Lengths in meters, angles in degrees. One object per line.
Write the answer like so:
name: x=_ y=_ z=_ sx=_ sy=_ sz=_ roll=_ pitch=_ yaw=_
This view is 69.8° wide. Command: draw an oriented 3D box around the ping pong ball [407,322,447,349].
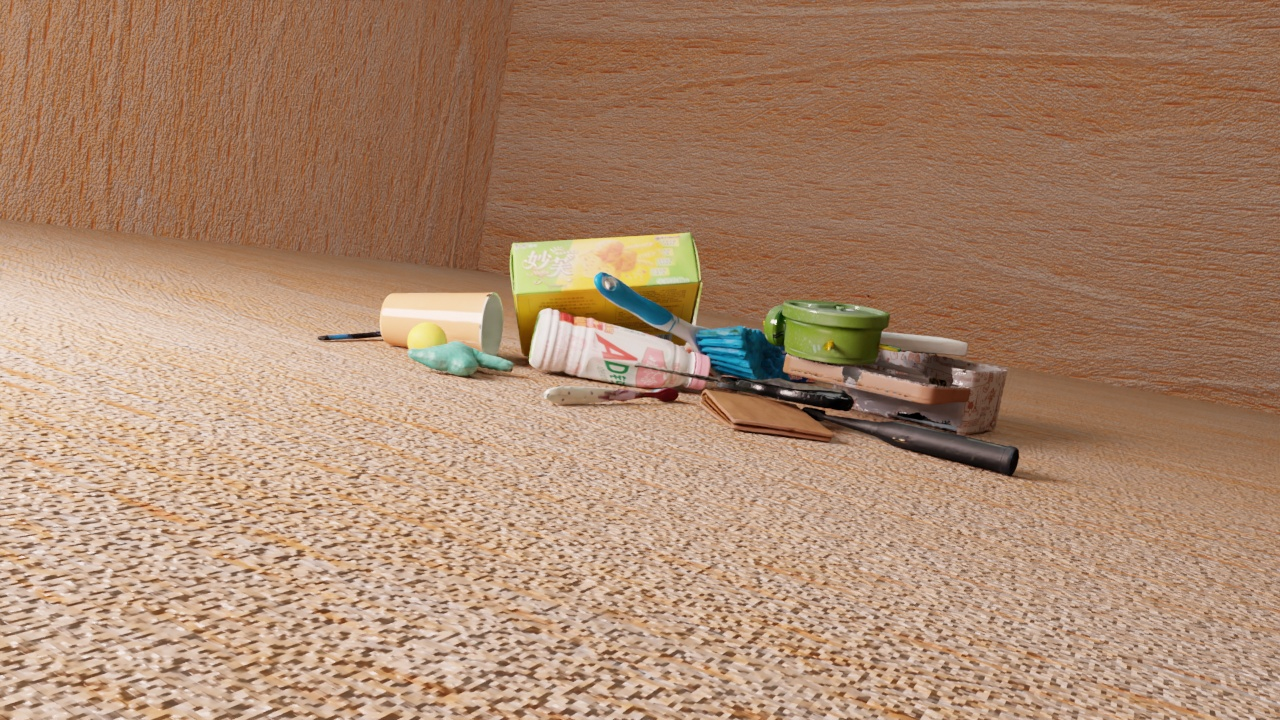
ping pong ball: x=-0.222 y=-0.020 z=0.955 sx=0.040 sy=0.040 sz=0.040 roll=9 pitch=6 yaw=-1

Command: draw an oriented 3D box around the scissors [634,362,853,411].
scissors: x=0.104 y=0.022 z=0.929 sx=0.234 sy=0.021 sz=0.148 roll=10 pitch=1 yaw=-11

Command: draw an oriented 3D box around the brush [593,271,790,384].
brush: x=0.070 y=-0.029 z=1.052 sx=0.110 sy=0.060 sz=0.314 roll=4 pitch=-18 yaw=32

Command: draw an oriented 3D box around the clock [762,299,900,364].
clock: x=0.207 y=-0.035 z=1.032 sx=0.116 sy=0.056 sz=0.161 roll=2 pitch=11 yaw=-23

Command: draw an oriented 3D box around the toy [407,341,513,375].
toy: x=-0.177 y=-0.002 z=0.920 sx=0.096 sy=0.030 sz=0.092 roll=15 pitch=8 yaw=-2

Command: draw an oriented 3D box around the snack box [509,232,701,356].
snack box: x=-0.043 y=-0.075 z=1.081 sx=0.210 sy=0.070 sz=0.158 roll=-4 pitch=-26 yaw=-5

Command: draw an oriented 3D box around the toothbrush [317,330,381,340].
toothbrush: x=-0.309 y=-0.032 z=1.068 sx=0.014 sy=0.016 sz=0.189 roll=3 pitch=4 yaw=22

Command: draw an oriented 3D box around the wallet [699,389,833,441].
wallet: x=0.119 y=0.054 z=0.884 sx=0.101 sy=0.020 sz=0.115 roll=9 pitch=9 yaw=-11

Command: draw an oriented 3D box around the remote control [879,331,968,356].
remote control: x=0.332 y=-0.021 z=1.128 sx=0.135 sy=0.019 sz=0.056 roll=4 pitch=8 yaw=-19

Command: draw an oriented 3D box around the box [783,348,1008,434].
box: x=0.300 y=0.029 z=1.073 sx=0.177 sy=0.082 sz=0.259 roll=14 pitch=7 yaw=37

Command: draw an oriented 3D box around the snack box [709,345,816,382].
snack box: x=0.171 y=-0.004 z=1.310 sx=0.207 sy=0.058 sz=0.057 roll=4 pitch=8 yaw=-39

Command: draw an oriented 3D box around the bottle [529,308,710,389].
bottle: x=-0.022 y=-0.005 z=1.017 sx=0.197 sy=0.068 sz=0.068 roll=12 pitch=5 yaw=-11

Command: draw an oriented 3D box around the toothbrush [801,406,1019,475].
toothbrush: x=0.249 y=0.071 z=0.876 sx=0.213 sy=0.026 sz=0.027 roll=13 pitch=15 yaw=38

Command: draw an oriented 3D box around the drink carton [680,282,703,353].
drink carton: x=0.057 y=-0.061 z=1.372 sx=0.053 sy=0.122 sz=0.045 roll=8 pitch=5 yaw=-7

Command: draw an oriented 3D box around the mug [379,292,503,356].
mug: x=-0.223 y=-0.043 z=1.029 sx=0.123 sy=0.078 sz=0.078 roll=6 pitch=6 yaw=9

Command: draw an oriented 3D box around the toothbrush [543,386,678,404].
toothbrush: x=-0.026 y=0.032 z=0.880 sx=0.017 sy=0.016 sz=0.187 roll=4 pitch=1 yaw=40
